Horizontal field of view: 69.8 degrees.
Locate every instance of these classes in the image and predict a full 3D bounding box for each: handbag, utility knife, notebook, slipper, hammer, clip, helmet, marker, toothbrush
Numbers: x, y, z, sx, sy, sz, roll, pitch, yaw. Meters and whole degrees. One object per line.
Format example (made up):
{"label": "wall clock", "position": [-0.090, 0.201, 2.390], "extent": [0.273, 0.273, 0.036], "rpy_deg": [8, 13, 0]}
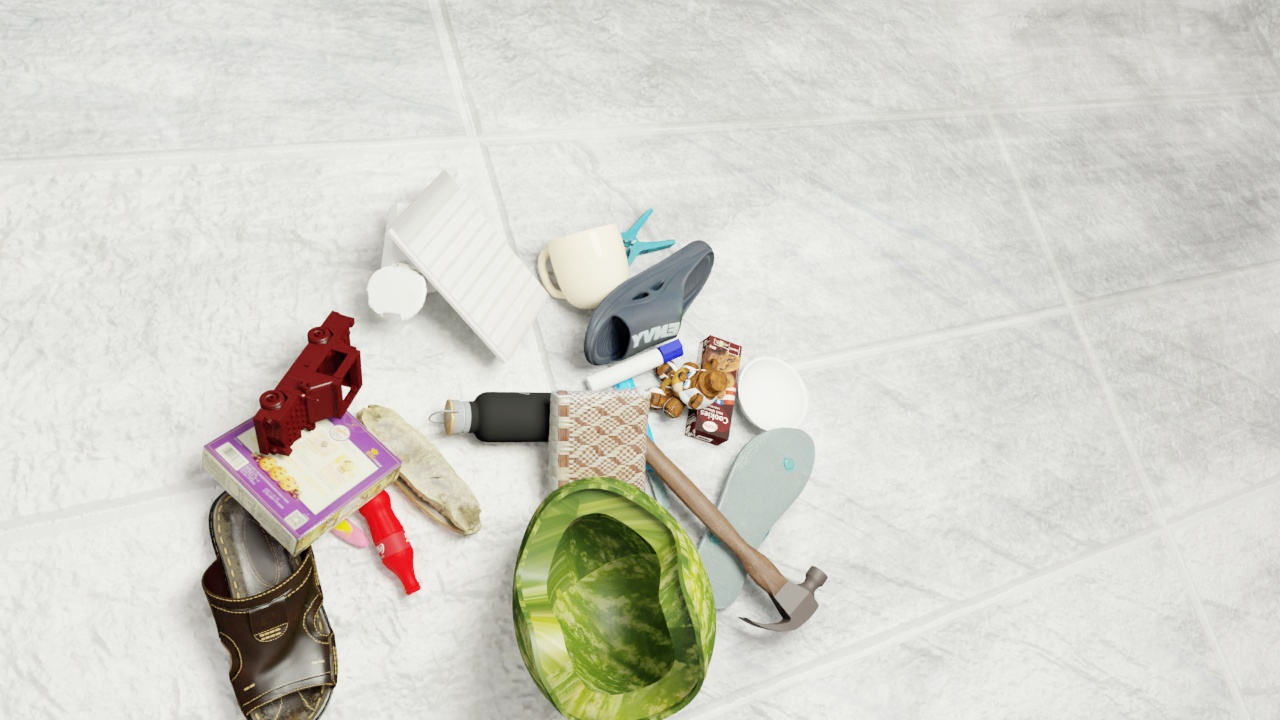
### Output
{"label": "handbag", "position": [-0.051, 0.123, 1.111], "extent": [0.124, 0.047, 0.186], "rpy_deg": [-2, 101, -22]}
{"label": "utility knife", "position": [0.001, 0.099, 1.197], "extent": [0.031, 0.015, 0.205], "rpy_deg": [-11, 73, -24]}
{"label": "notebook", "position": [-0.204, -0.115, 1.124], "extent": [0.210, 0.009, 0.142], "rpy_deg": [51, 39, -22]}
{"label": "slipper", "position": [0.135, 0.198, 1.209], "extent": [0.098, 0.055, 0.268], "rpy_deg": [36, 72, -5]}
{"label": "hammer", "position": [0.097, 0.208, 1.156], "extent": [0.115, 0.033, 0.323], "rpy_deg": [-43, 89, -19]}
{"label": "clip", "position": [-0.022, -0.175, 1.284], "extent": [0.113, 0.028, 0.126], "rpy_deg": [46, 60, 0]}
{"label": "helmet", "position": [-0.031, 0.259, 0.997], "extent": [0.213, 0.243, 0.246], "rpy_deg": [-18, 43, -2]}
{"label": "marker", "position": [-0.007, 0.007, 1.202], "extent": [0.133, 0.027, 0.023], "rpy_deg": [-23, 68, -14]}
{"label": "slipper", "position": [0.030, -0.065, 1.211], "extent": [0.083, 0.111, 0.267], "rpy_deg": [34, 50, 22]}
{"label": "slipper", "position": [-0.378, 0.251, 0.934], "extent": [0.112, 0.076, 0.267], "rpy_deg": [-11, 76, -27]}
{"label": "toothbrush", "position": [-0.356, 0.164, 1.013], "extent": [0.135, 0.016, 0.021], "rpy_deg": [40, 58, -9]}

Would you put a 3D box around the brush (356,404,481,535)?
{"label": "brush", "position": [-0.253, 0.126, 1.056], "extent": [0.195, 0.043, 0.059], "rpy_deg": [48, 60, 0]}

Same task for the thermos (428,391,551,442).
{"label": "thermos", "position": [-0.141, 0.069, 1.117], "extent": [0.231, 0.061, 0.061], "rpy_deg": [2, 71, -24]}

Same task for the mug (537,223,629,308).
{"label": "mug", "position": [-0.074, -0.116, 1.202], "extent": [0.120, 0.096, 0.100], "rpy_deg": [-13, 98, 15]}

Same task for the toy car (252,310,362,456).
{"label": "toy car", "position": [-0.344, 0.026, 0.979], "extent": [0.062, 0.070, 0.169], "rpy_deg": [16, 45, 3]}

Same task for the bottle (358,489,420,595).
{"label": "bottle", "position": [-0.276, 0.204, 1.021], "extent": [0.036, 0.036, 0.119], "rpy_deg": [-23, 82, -29]}

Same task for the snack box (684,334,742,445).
{"label": "snack box", "position": [0.100, 0.040, 1.254], "extent": [0.051, 0.032, 0.140], "rpy_deg": [19, 64, -17]}

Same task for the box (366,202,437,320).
{"label": "box", "position": [-0.280, -0.114, 1.109], "extent": [0.083, 0.092, 0.165], "rpy_deg": [3, 71, -2]}

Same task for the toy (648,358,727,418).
{"label": "toy", "position": [0.063, 0.034, 1.198], "extent": [0.067, 0.113, 0.087], "rpy_deg": [37, 60, -20]}

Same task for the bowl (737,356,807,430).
{"label": "bowl", "position": [0.175, 0.053, 1.278], "extent": [0.109, 0.041, 0.109], "rpy_deg": [8, 68, -22]}

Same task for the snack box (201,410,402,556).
{"label": "snack box", "position": [-0.359, 0.110, 0.980], "extent": [0.143, 0.041, 0.147], "rpy_deg": [41, 45, 10]}
